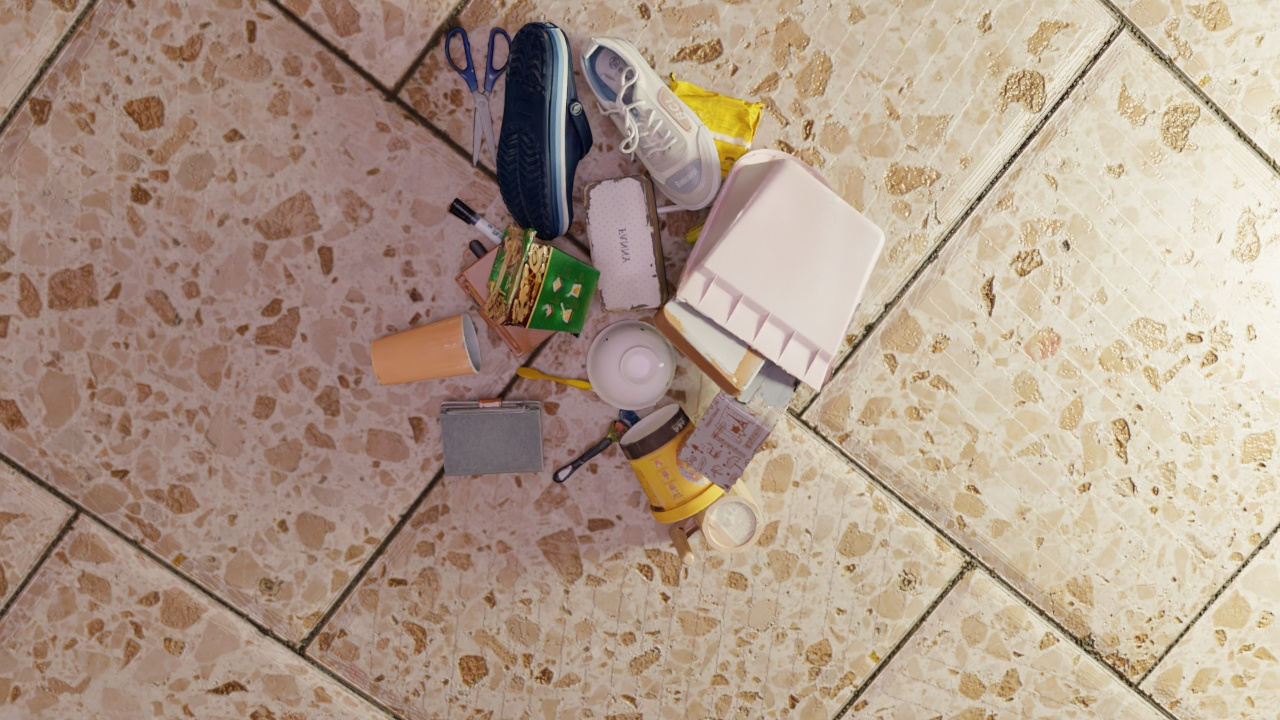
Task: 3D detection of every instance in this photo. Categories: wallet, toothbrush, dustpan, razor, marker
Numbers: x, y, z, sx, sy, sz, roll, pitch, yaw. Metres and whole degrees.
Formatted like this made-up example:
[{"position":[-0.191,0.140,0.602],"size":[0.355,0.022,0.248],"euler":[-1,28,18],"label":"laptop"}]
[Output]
[{"position":[-0.192,0.098,1.193],"size":[0.129,0.037,0.107],"euler":[-2,110,-4],"label":"wallet"},{"position":[-0.069,0.035,1.204],"size":[0.191,0.018,0.016],"euler":[13,78,-10],"label":"toothbrush"},{"position":[0.171,-0.126,1.110],"size":[0.222,0.139,0.273],"euler":[36,84,-18],"label":"dustpan"},{"position":[0.098,-0.207,1.177],"size":[0.180,0.016,0.016],"euler":[-10,92,-4],"label":"toothbrush"},{"position":[-0.059,0.117,1.215],"size":[0.143,0.022,0.042],"euler":[-37,99,2],"label":"razor"},{"position":[-0.153,-0.082,1.151],"size":[0.108,0.031,0.132],"euler":[-38,103,0],"label":"wallet"},{"position":[-0.176,-0.103,1.172],"size":[0.018,0.015,0.124],"euler":[-38,99,-2],"label":"marker"},{"position":[-0.186,-0.157,1.159],"size":[0.130,0.018,0.022],"euler":[39,81,-9],"label":"marker"}]

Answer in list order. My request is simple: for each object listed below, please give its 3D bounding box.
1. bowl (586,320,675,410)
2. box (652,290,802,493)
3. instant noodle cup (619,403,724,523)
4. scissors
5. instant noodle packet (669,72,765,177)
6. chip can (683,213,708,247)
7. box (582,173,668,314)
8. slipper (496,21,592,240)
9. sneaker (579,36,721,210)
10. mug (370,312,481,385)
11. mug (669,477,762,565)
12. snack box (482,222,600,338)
[{"position":[-0.007,0.007,1.170],"size":[0.118,0.065,0.118],"euler":[0,92,-9],"label":"bowl"},{"position":[0.094,0.019,1.108],"size":[0.226,0.179,0.157],"euler":[44,132,-4],"label":"box"},{"position":[0.040,0.128,1.176],"size":[0.118,0.118,0.114],"euler":[-33,100,1],"label":"instant noodle cup"},{"position":[-0.206,-0.329,1.133],"size":[0.141,0.012,0.171],"euler":[29,97,-11],"label":"scissors"},{"position":[0.078,-0.288,1.147],"size":[0.128,0.044,0.111],"euler":[16,100,-5],"label":"instant noodle packet"},{"position":[0.146,-0.091,1.172],"size":[0.072,0.072,0.221],"euler":[-37,101,2],"label":"chip can"},{"position":[-0.016,-0.139,1.151],"size":[0.090,0.059,0.184],"euler":[-4,102,9],"label":"box"},{"position":[-0.111,-0.276,1.112],"size":[0.095,0.105,0.253],"euler":[-16,117,-39],"label":"slipper"},{"position":[0.010,-0.285,1.086],"size":[0.090,0.090,0.242],"euler":[-36,86,22],"label":"sneaker"},{"position":[-0.270,-0.010,1.152],"size":[0.123,0.078,0.078],"euler":[-12,100,3],"label":"mug"},{"position":[0.095,0.210,1.202],"size":[0.124,0.103,0.084],"euler":[-38,101,1],"label":"mug"},{"position":[-0.114,-0.092,1.091],"size":[0.105,0.118,0.117],"euler":[15,98,-25],"label":"snack box"}]
